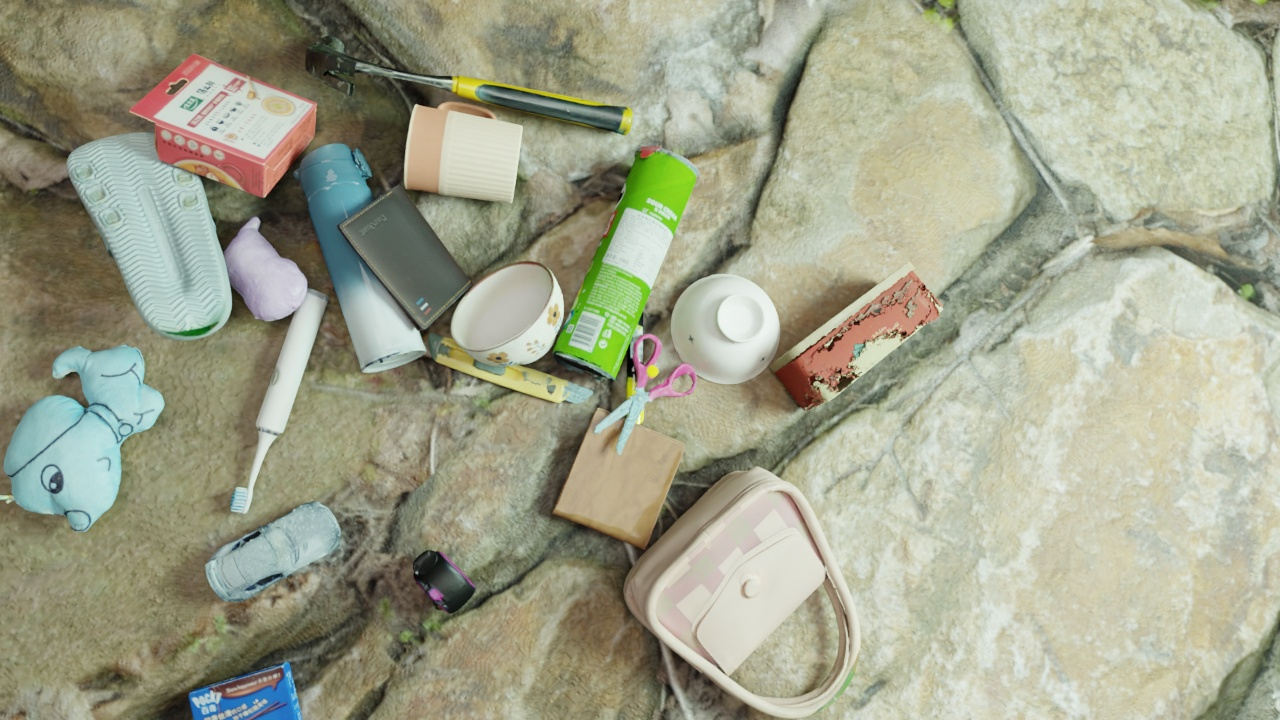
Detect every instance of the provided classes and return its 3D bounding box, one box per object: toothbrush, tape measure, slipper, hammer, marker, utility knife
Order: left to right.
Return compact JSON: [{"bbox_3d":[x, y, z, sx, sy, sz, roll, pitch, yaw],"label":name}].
[{"bbox_3d":[-0.445,-0.116,0.854,0.104,0.074,0.245,-24,69,-21],"label":"slipper"},{"bbox_3d":[-0.345,0.038,0.874,0.026,0.027,0.220,23,78,-36],"label":"toothbrush"},{"bbox_3d":[-0.186,0.209,0.859,0.058,0.057,0.039,41,74,15],"label":"tape measure"},{"bbox_3d":[-0.165,-0.269,0.917,0.323,0.126,0.032,8,115,-14],"label":"hammer"},{"bbox_3d":[-0.132,0.012,0.921,0.173,0.019,0.031,19,85,-10],"label":"utility knife"},{"bbox_3d":[-0.006,0.005,0.941,0.018,0.015,0.124,3,78,-13],"label":"marker"}]

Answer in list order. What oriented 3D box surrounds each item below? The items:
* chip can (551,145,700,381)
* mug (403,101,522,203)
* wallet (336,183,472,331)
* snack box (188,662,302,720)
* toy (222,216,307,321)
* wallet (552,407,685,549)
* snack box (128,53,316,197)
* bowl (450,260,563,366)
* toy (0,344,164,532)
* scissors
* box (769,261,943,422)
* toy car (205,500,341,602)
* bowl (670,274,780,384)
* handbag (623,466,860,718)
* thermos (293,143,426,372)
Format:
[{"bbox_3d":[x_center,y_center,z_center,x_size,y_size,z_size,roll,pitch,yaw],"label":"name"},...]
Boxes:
[{"bbox_3d":[-0.015,-0.097,0.923,0.072,0.072,0.235,23,79,-5],"label":"chip can"},{"bbox_3d":[-0.175,-0.214,0.918,0.106,0.082,0.114,8,51,-10],"label":"mug"},{"bbox_3d":[-0.222,-0.099,0.877,0.122,0.020,0.096,54,36,-16],"label":"wallet"},{"bbox_3d":[-0.344,0.362,0.827,0.084,0.026,0.157,-14,84,-11],"label":"snack box"},{"bbox_3d":[-0.366,-0.080,0.876,0.108,0.039,0.083,39,80,15],"label":"toy"},{"bbox_3d":[-0.020,0.117,0.912,0.101,0.020,0.115,22,87,-6],"label":"wallet"},{"bbox_3d":[-0.391,-0.223,0.870,0.127,0.044,0.113,21,46,-5],"label":"snack box"},{"bbox_3d":[-0.120,-0.036,0.893,0.113,0.113,0.062,-46,132,-12],"label":"bowl"},{"bbox_3d":[-0.509,0.070,0.832,0.156,0.050,0.161,-29,82,-14],"label":"toy"},{"bbox_3d":[0.009,0.041,0.918,0.096,0.017,0.137,28,65,-13],"label":"scissors"},{"bbox_3d":[0.226,-0.017,0.941,0.168,0.091,0.079,-36,85,-12],"label":"box"},{"bbox_3d":[-0.339,0.177,0.851,0.120,0.037,0.054,-28,87,-15],"label":"toy car"},{"bbox_3d":[0.095,-0.038,0.937,0.118,0.065,0.118,1,81,-10],"label":"bowl"},{"bbox_3d":[0.117,0.242,0.898,0.193,0.093,0.234,-41,97,-12],"label":"handbag"},{"bbox_3d":[-0.270,-0.100,0.886,0.070,0.070,0.220,-18,85,-11],"label":"thermos"}]
